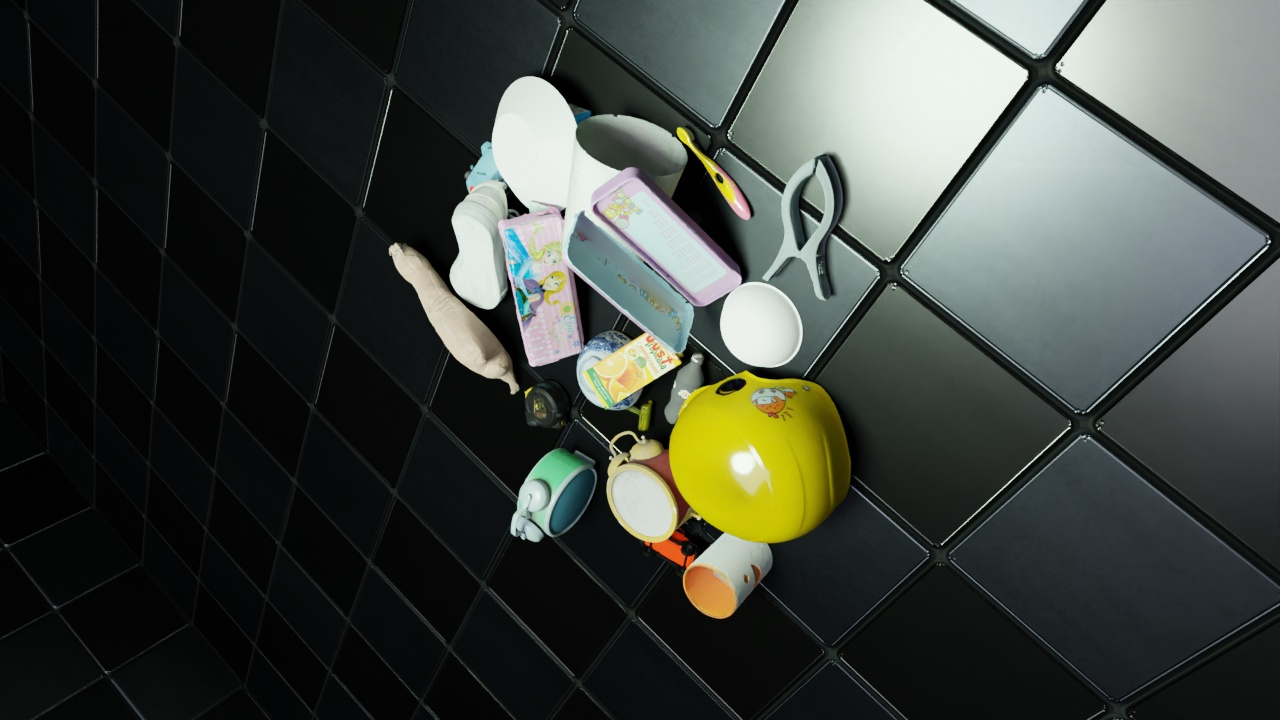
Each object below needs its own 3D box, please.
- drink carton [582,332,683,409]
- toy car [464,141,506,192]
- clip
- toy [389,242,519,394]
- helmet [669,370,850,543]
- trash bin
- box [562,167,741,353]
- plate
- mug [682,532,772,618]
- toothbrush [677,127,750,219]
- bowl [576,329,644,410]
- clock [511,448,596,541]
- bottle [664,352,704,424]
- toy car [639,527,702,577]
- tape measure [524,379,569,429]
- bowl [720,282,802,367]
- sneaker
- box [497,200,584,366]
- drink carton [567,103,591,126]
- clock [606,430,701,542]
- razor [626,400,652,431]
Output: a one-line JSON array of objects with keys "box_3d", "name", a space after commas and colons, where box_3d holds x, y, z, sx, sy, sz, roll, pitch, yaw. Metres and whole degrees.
[{"box_3d": [-0.007, 0.007, 1.203, 0.122, 0.041, 0.058, -32, 89, 4], "name": "drink carton"}, {"box_3d": [-0.217, -0.258, 1.285, 0.060, 0.027, 0.108, 52, 133, 5], "name": "toy car"}, {"box_3d": [0.178, -0.151, 1.028, 0.090, 0.027, 0.162, 16, 120, 34], "name": "clip"}, {"box_3d": [-0.289, -0.068, 1.406, 0.264, 0.065, 0.196, 48, 175, 30], "name": "toy"}, {"box_3d": [0.126, 0.132, 1.115, 0.240, 0.139, 0.209, 2, 113, 27], "name": "helmet"}, {"box_3d": [-0.029, -0.192, 1.108, 0.133, 0.133, 0.162, 36, 134, 19], "name": "trash bin"}, {"box_3d": [0.011, -0.113, 1.061, 0.214, 0.140, 0.062, 39, 180, -36], "name": "box"}, {"box_3d": [-0.146, -0.269, 1.169, 0.174, 0.036, 0.174, 22, 123, 40], "name": "plate"}, {"box_3d": [0.119, 0.284, 1.238, 0.082, 0.105, 0.082, 18, 122, 31], "name": "mug"}, {"box_3d": [0.088, -0.220, 1.074, 0.135, 0.016, 0.021, 53, 131, 2], "name": "toothbrush"}, {"box_3d": [-0.051, 0.017, 1.262, 0.114, 0.045, 0.114, 9, 104, 39], "name": "bowl"}, {"box_3d": [-0.138, 0.204, 1.363, 0.075, 0.161, 0.122, 28, 127, 23], "name": "clock"}, {"box_3d": [0.061, 0.037, 1.207, 0.036, 0.036, 0.110, 34, 129, 21], "name": "bottle"}, {"box_3d": [0.045, 0.266, 1.326, 0.100, 0.048, 0.051, 27, 125, 25], "name": "toy car"}, {"box_3d": [-0.142, 0.067, 1.380, 0.072, 0.042, 0.072, 8, 114, 39], "name": "tape measure"}, {"box_3d": [0.136, -0.036, 1.108, 0.110, 0.040, 0.110, 18, 122, 31], "name": "bowl"}, {"box_3d": [-0.215, -0.163, 1.299, 0.089, 0.090, 0.243, 24, 151, 4], "name": "sneaker"}, {"box_3d": [-0.138, -0.110, 1.246, 0.090, 0.084, 0.231, -120, 18, -46], "name": "box"}, {"box_3d": [-0.093, -0.261, 1.178, 0.044, 0.038, 0.129, 28, 127, 25], "name": "drink carton"}, {"box_3d": [0.015, 0.168, 1.279, 0.117, 0.081, 0.159, -36, 86, 43], "name": "clock"}, {"box_3d": [-0.028, 0.059, 1.300, 0.106, 0.026, 0.043, 27, 128, 31], "name": "razor"}]
